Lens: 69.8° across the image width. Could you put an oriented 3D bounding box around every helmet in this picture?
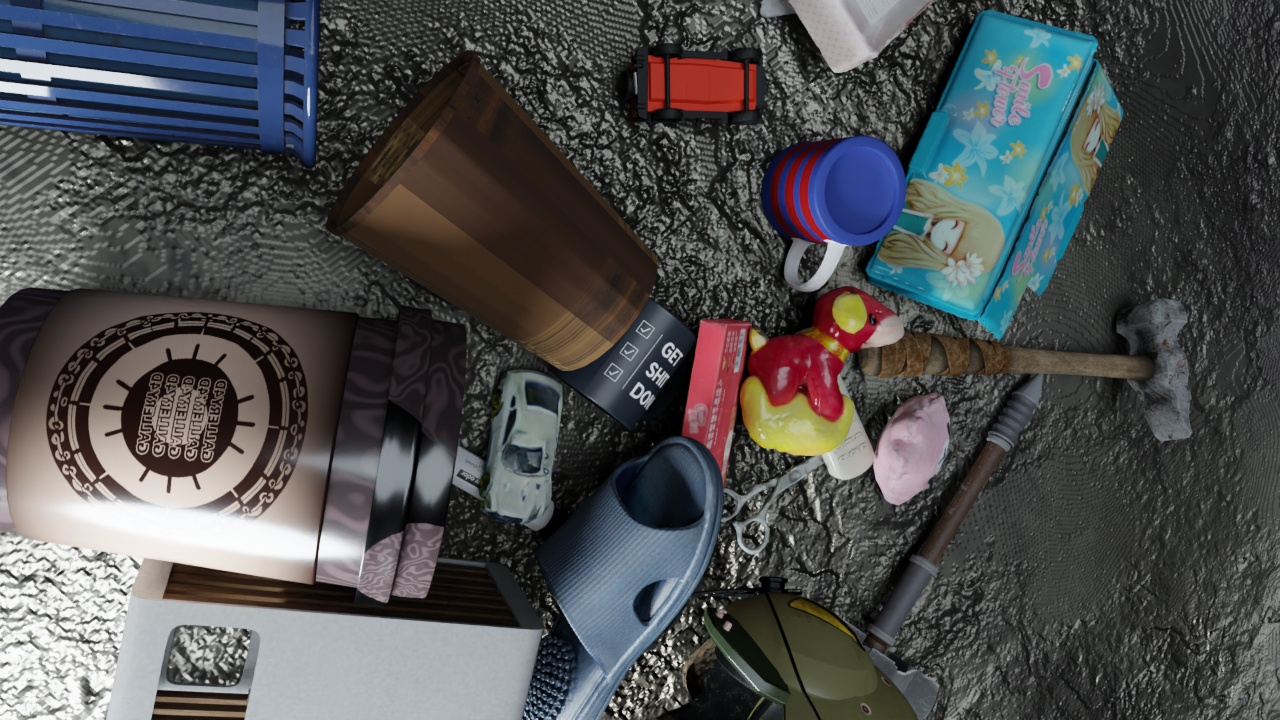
[{"bbox_3d":[0.074,0.277,0.603,0.233,0.256,0.250,32,88,-21],"label":"helmet"}]

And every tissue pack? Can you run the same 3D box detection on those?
[{"bbox_3d":[0.118,-0.297,0.640,0.103,0.071,0.181,-46,111,-22],"label":"tissue pack"}]

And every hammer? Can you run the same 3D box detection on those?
[{"bbox_3d":[0.261,0.142,0.781,0.156,0.043,0.322,37,83,-22],"label":"hammer"},{"bbox_3d":[0.328,0.002,0.770,0.318,0.049,0.121,3,78,-16],"label":"hammer"}]

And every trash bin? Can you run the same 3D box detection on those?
[{"bbox_3d":[-0.194,0.190,0.572,0.228,0.114,0.114,12,95,-22],"label":"trash bin"},{"bbox_3d":[-0.293,-0.179,0.460,0.249,0.139,0.139,2,98,-20],"label":"trash bin"}]

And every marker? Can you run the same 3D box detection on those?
[{"bbox_3d":[-0.087,0.098,0.646,0.126,0.025,0.025,35,86,-22],"label":"marker"}]

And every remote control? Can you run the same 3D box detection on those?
[{"bbox_3d":[0.146,0.034,0.721,0.038,0.018,0.125,-28,99,-16],"label":"remote control"}]

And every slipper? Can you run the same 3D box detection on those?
[{"bbox_3d":[-0.039,0.157,0.615,0.082,0.101,0.264,17,111,-30],"label":"slipper"}]

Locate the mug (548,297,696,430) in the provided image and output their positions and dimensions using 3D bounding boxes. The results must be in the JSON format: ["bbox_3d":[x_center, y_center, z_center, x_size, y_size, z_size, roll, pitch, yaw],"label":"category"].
[{"bbox_3d":[-0.004,0.004,0.644,0.077,0.071,0.105,-54,139,-5],"label":"mug"}]

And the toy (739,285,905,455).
[{"bbox_3d":[0.125,0.005,0.679,0.105,0.067,0.137,32,93,-12],"label":"toy"}]

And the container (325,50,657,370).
[{"bbox_3d":[-0.083,-0.081,0.568,0.167,0.132,0.132,39,84,-28],"label":"container"}]

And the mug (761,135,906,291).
[{"bbox_3d":[0.135,-0.104,0.667,0.075,0.076,0.112,12,94,-22],"label":"mug"}]

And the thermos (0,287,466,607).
[{"bbox_3d":[-0.225,0.042,0.514,0.226,0.173,0.173,9,96,-16],"label":"thermos"}]

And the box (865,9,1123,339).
[{"bbox_3d":[0.292,-0.136,0.714,0.172,0.083,0.227,24,90,-13],"label":"box"}]

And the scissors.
[{"bbox_3d":[0.107,0.089,0.726,0.090,0.014,0.171,40,74,-6],"label":"scissors"}]

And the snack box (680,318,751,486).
[{"bbox_3d":[0.052,0.037,0.659,0.021,0.089,0.133,11,96,17],"label":"snack box"}]

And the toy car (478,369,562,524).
[{"bbox_3d":[-0.078,0.058,0.624,0.048,0.033,0.105,15,74,-31],"label":"toy car"}]

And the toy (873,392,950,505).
[{"bbox_3d":[0.215,0.068,0.729,0.053,0.095,0.099,23,90,22],"label":"toy"}]

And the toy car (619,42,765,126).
[{"bbox_3d":[0.037,-0.188,0.631,0.100,0.049,0.051,-4,100,-20],"label":"toy car"}]
